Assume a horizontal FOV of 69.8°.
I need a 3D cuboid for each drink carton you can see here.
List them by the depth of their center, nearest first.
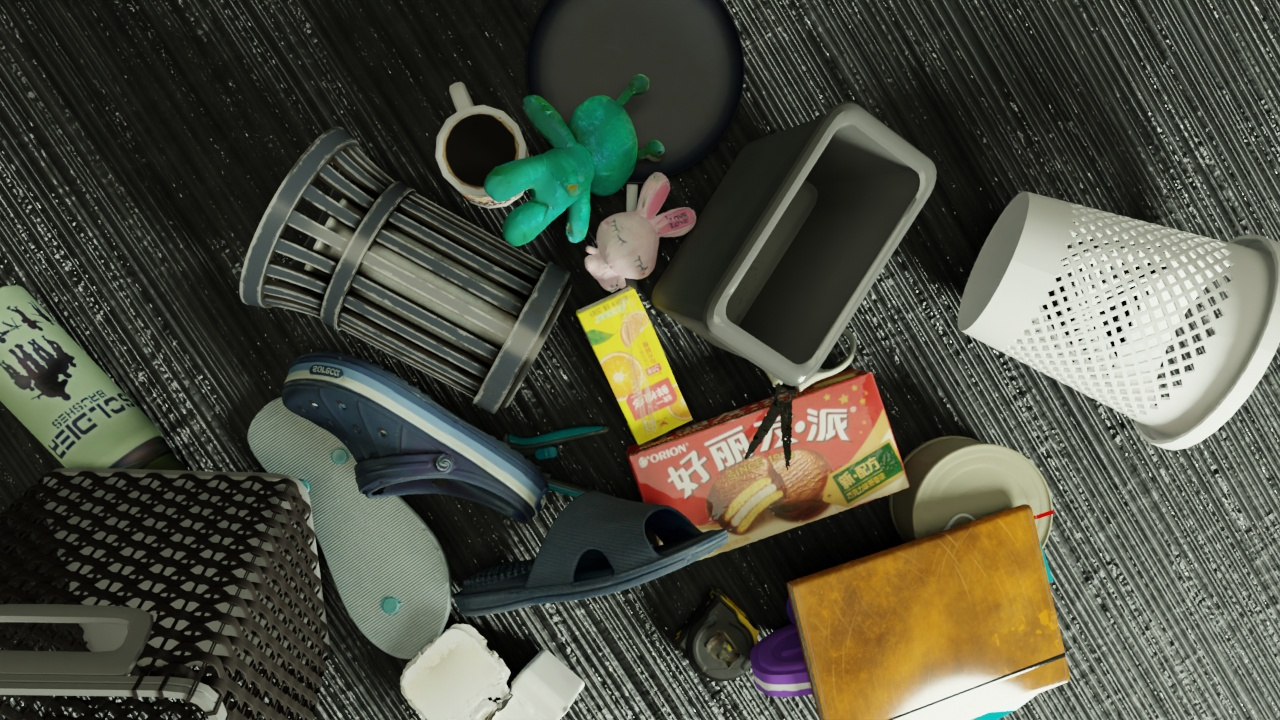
[{"bbox_3d":[-0.005,0.005,0.840,0.058,0.043,0.134,-25,100,-2],"label":"drink carton"}]

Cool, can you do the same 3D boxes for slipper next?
[{"bbox_3d":[-0.201,0.079,0.790,0.253,0.105,0.095,28,70,-2],"label":"slipper"},{"bbox_3d":[-0.056,0.160,0.792,0.264,0.101,0.082,-18,87,24],"label":"slipper"},{"bbox_3d":[0.222,0.222,0.839,0.266,0.107,0.084,-10,95,-9],"label":"slipper"},{"bbox_3d":[-0.255,0.145,0.842,0.098,0.055,0.268,-35,83,-3],"label":"slipper"}]

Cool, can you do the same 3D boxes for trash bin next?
[{"bbox_3d":[0.109,-0.094,0.751,0.097,0.220,0.192,32,91,-13],"label":"trash bin"},{"bbox_3d":[-0.187,-0.065,0.776,0.227,0.164,0.164,28,91,-8],"label":"trash bin"},{"bbox_3d":[0.403,-0.050,0.804,0.199,0.195,0.195,22,92,5],"label":"trash bin"}]

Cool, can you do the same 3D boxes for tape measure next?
[{"bbox_3d":[0.074,0.263,0.865,0.072,0.042,0.071,39,87,-7],"label":"tape measure"}]

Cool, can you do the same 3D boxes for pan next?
[{"bbox_3d":[-0.007,-0.185,0.845,0.198,0.021,0.356,2,96,-3],"label":"pan"}]

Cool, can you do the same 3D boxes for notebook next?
[{"bbox_3d":[0.261,0.240,0.790,0.249,0.014,0.178,-15,93,-13],"label":"notebook"}]

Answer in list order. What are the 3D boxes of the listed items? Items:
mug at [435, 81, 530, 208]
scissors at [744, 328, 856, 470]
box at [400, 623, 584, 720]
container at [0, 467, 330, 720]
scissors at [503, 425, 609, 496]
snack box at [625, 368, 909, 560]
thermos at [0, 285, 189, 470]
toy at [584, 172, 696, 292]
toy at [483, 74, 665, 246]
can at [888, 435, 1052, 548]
[{"bbox_3d":[-0.140,-0.190,0.803,0.073,0.089,0.105,-22,94,-2],"label":"mug"},{"bbox_3d":[0.130,0.017,0.823,0.158,0.013,0.162,-31,57,-12],"label":"scissors"},{"bbox_3d":[-0.141,0.297,0.818,0.137,0.128,0.108,38,91,9],"label":"box"},{"bbox_3d":[-0.388,0.243,0.701,0.247,0.243,0.246,2,118,-3],"label":"container"},{"bbox_3d":[-0.092,0.096,0.857,0.156,0.019,0.124,-35,93,1],"label":"scissors"},{"bbox_3d":[0.115,0.098,0.848,0.236,0.060,0.113,-19,93,-2],"label":"snack box"},{"bbox_3d":[-0.495,0.047,0.803,0.082,0.082,0.231,-42,95,0],"label":"thermos"},{"bbox_3d":[-0.002,-0.112,0.822,0.063,0.047,0.110,43,88,-9],"label":"toy"},{"bbox_3d":[-0.050,-0.166,0.774,0.192,0.072,0.131,-43,130,-35],"label":"toy"},{"bbox_3d":[0.303,0.136,0.853,0.128,0.073,0.128,0,93,-3],"label":"can"}]
